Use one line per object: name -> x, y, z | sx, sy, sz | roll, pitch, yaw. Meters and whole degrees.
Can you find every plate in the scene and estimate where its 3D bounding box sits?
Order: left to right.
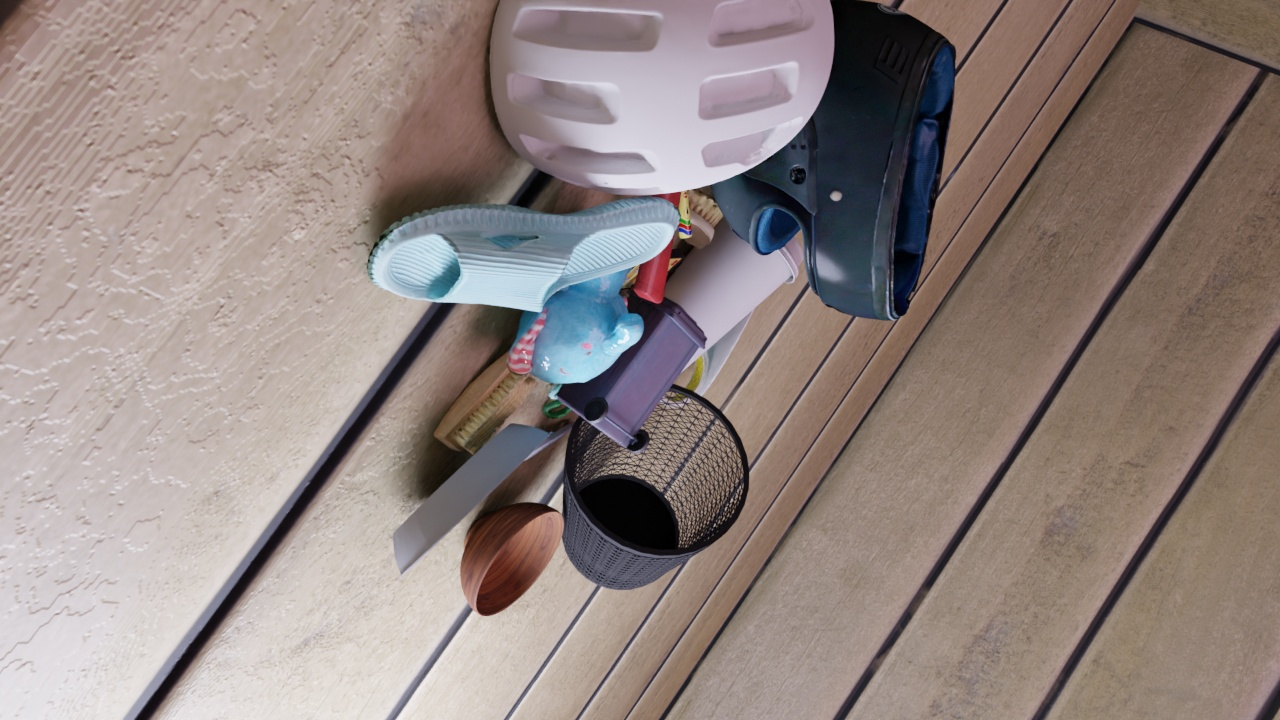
plate -> 0.120, -0.054, 1.291 | 0.229, 0.030, 0.229 | -62, -179, 2

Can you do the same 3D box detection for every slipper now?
slipper -> -0.080, -0.078, 0.738 | 0.275, 0.069, 0.116 | -12, 161, -30

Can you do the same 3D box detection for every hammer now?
hammer -> 0.032, -0.203, 0.891 | 0.125, 0.036, 0.316 | -29, 135, -50

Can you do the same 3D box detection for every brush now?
brush -> -0.150, 0.044, 0.909 | 0.117, 0.039, 0.049 | -46, 157, -8
brush -> 0.001, -0.143, 0.961 | 0.271, 0.062, 0.077 | -19, 121, -51

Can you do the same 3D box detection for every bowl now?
bowl -> -0.164, 0.219, 1.076 | 0.147, 0.069, 0.147 | -44, 154, -29

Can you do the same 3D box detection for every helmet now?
helmet -> 0.019, -0.242, 0.724 | 0.282, 0.183, 0.225 | -8, 122, -20
helmet -> 0.189, -0.214, 0.974 | 0.248, 0.236, 0.317 | -31, 129, -56

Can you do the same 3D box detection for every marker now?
marker -> 0.039, -0.192, 0.944 | 0.014, 0.014, 0.132 | -32, 122, -46

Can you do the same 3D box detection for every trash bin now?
trash bin -> -0.006, 0.006, 1.018 | 0.160, 0.092, 0.093 | -54, 139, -4
trash bin -> -0.004, 0.178, 1.160 | 0.216, 0.217, 0.244 | -44, 168, -29

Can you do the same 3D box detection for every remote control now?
remote control -> -0.001, -0.101, 1.025 | 0.058, 0.013, 0.133 | -40, 167, 29

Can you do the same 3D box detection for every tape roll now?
tape roll -> 0.050, 0.015, 1.204 | 0.093, 0.019, 0.094 | -19, 121, -36

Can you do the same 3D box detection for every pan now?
pan -> -0.145, 0.112, 0.969 | 0.201, 0.051, 0.355 | -43, -179, 22

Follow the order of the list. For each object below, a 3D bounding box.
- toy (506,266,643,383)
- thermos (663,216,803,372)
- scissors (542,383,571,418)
toy -> -0.043, -0.051, 0.878 | 0.183, 0.115, 0.181 | -13, 138, -56
thermos -> 0.085, -0.082, 1.129 | 0.221, 0.131, 0.131 | -47, 157, -4
scissors -> -0.057, 0.029, 1.075 | 0.130, 0.014, 0.071 | -20, 147, -31
